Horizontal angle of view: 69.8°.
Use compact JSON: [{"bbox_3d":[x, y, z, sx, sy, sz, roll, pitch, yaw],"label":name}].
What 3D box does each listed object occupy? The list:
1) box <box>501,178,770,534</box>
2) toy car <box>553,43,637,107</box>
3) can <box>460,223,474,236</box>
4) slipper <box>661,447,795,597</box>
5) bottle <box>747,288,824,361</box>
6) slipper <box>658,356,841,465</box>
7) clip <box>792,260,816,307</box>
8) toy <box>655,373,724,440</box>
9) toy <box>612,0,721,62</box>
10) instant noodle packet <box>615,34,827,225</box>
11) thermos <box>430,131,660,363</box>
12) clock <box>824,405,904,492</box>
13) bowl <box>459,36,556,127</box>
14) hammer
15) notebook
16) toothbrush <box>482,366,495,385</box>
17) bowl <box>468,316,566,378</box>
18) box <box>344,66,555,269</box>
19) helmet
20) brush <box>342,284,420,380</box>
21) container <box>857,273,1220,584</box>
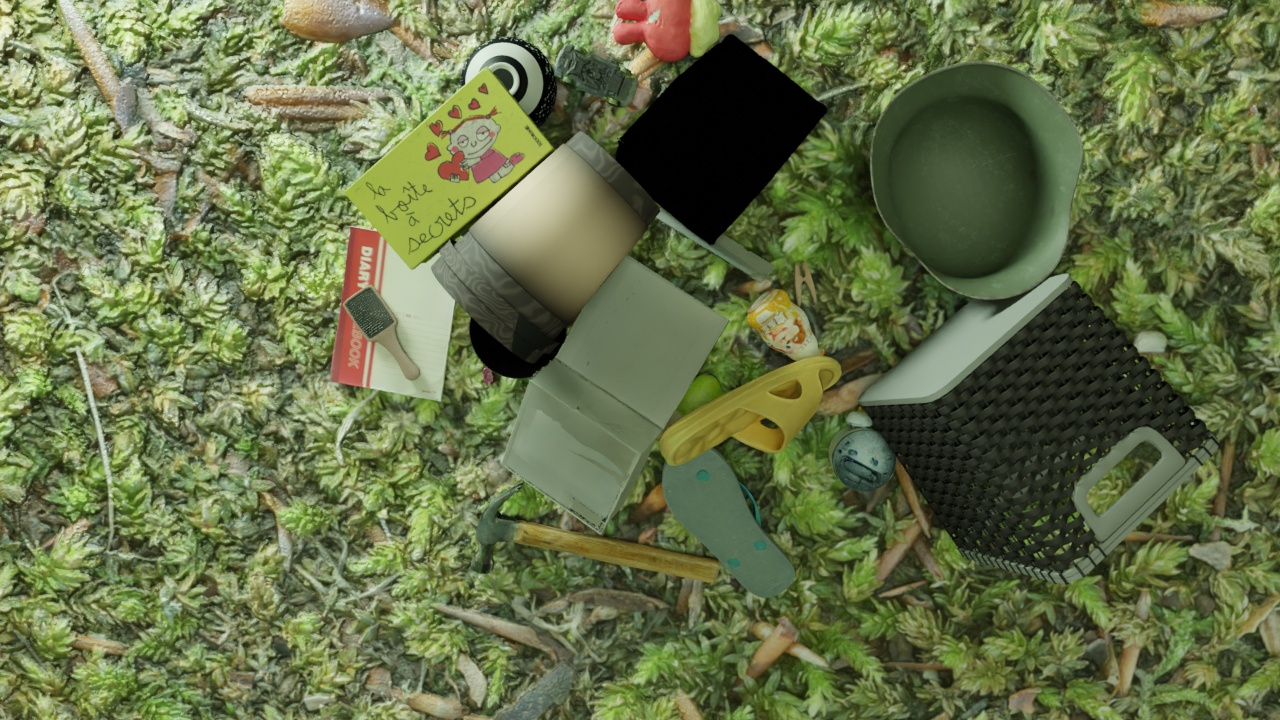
[{"bbox_3d":[-0.025,0.010,1.100,0.166,0.108,0.420,33,118,10],"label":"box"},{"bbox_3d":[-0.056,-0.353,1.143,0.105,0.033,0.048,21,95,-16],"label":"toy car"},{"bbox_3d":[-0.172,-0.201,1.148,0.128,0.073,0.128,0,99,1],"label":"can"},{"bbox_3d":[0.111,0.211,1.229,0.098,0.054,0.269,-31,108,8],"label":"slipper"},{"bbox_3d":[0.188,-0.039,1.175,0.063,0.063,0.109,-43,98,7],"label":"bottle"},{"bbox_3d":[0.150,0.074,1.135,0.263,0.100,0.078,-23,61,-15],"label":"slipper"},{"bbox_3d":[0.203,-0.097,1.186,0.045,0.025,0.061,-17,91,2],"label":"clip"},{"bbox_3d":[0.068,0.076,1.205,0.118,0.043,0.092,-39,93,8],"label":"toy"},{"bbox_3d":[0.033,-0.414,1.125,0.135,0.045,0.092,-3,102,-3],"label":"toy"},{"bbox_3d":[0.099,-0.279,1.118,0.163,0.084,0.221,40,82,10],"label":"instant noodle packet"},{"bbox_3d":[-0.101,-0.133,1.045,0.172,0.172,0.226,44,93,-6],"label":"thermos"},{"bbox_3d":[0.295,0.114,1.200,0.083,0.057,0.118,29,98,-3],"label":"clock"},{"bbox_3d":[-0.166,-0.339,1.130,0.120,0.066,0.120,0,99,1],"label":"bowl"},{"bbox_3d":[-0.057,0.252,1.243,0.330,0.033,0.132,12,98,-2],"label":"hammer"},{"bbox_3d":[-0.321,-0.060,1.205,0.153,0.012,0.209,10,99,0],"label":"notebook"},{"bbox_3d":[-0.207,-0.061,1.200,0.016,0.016,0.190,-4,99,2],"label":"toothbrush"},{"bbox_3d":[-0.155,-0.042,1.184,0.124,0.052,0.124,0,99,1],"label":"bowl"},{"bbox_3d":[-0.218,-0.220,1.069,0.221,0.079,0.124,-37,97,5],"label":"box"},{"bbox_3d":[0.391,-0.197,1.095,0.227,0.153,0.267,-21,82,9],"label":"helmet"},{"bbox_3d":[-0.332,-0.031,1.195,0.050,0.015,0.135,-33,96,7],"label":"brush"},{"bbox_3d":[0.444,0.073,1.080,0.247,0.246,0.243,-39,93,-10],"label":"container"}]
